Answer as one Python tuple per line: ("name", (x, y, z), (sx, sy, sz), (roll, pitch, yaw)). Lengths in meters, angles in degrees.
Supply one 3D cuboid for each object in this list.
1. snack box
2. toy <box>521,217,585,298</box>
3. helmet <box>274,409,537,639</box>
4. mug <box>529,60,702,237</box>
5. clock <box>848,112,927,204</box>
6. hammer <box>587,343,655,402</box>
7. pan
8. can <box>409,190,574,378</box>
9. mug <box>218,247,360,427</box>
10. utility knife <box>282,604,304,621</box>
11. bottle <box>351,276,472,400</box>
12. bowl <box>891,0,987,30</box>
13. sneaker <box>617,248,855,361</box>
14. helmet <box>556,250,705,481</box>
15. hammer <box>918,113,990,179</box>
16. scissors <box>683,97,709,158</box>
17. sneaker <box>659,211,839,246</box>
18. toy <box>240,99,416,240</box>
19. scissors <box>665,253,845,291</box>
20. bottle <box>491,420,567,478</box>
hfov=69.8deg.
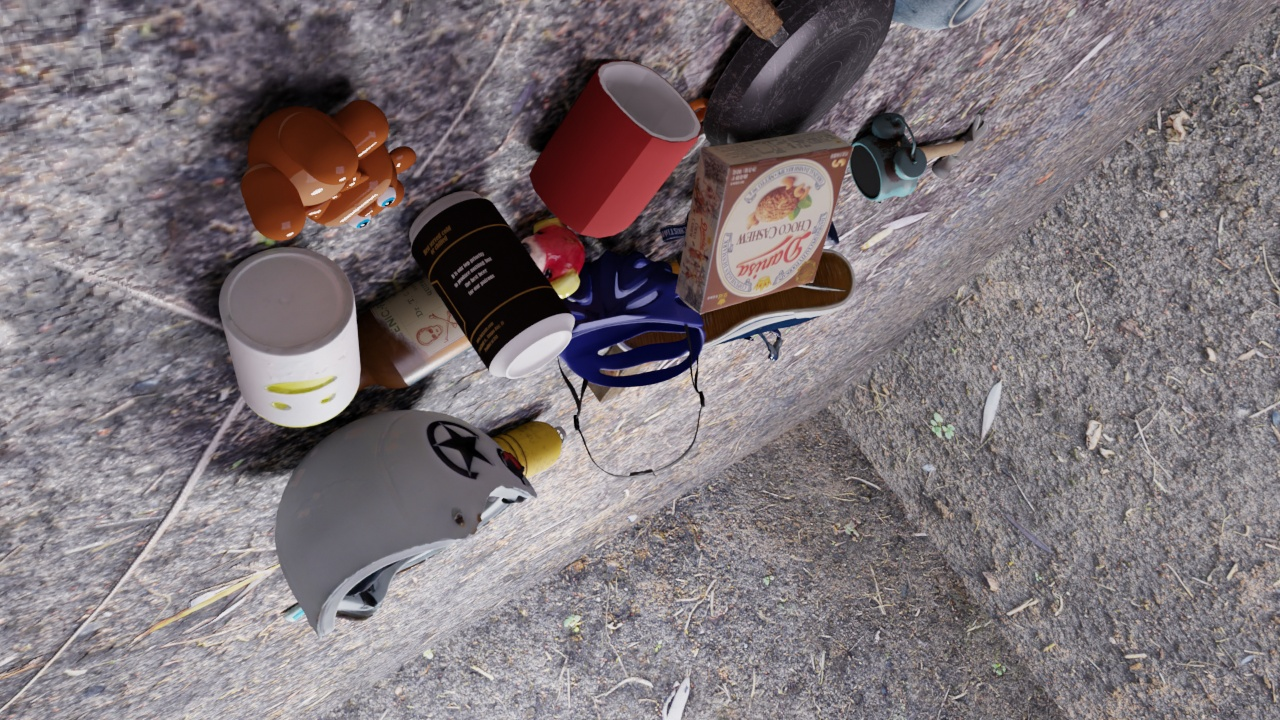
("snack box", (0.109, -0.125, 0.823), (0.142, 0.041, 0.147), (-16, 133, -31))
("toy", (-0.089, -0.071, 0.802), (0.105, 0.067, 0.138), (-33, 175, -38))
("helmet", (-0.241, 0.136, 0.905), (0.237, 0.163, 0.263), (-36, 173, 17))
("mug", (-0.010, -0.155, 0.672), (0.116, 0.080, 0.097), (-29, 166, -51))
("clock", (0.292, -0.238, 1.082), (0.053, 0.090, 0.124), (-23, 164, -10))
("hammer", (0.072, -0.044, 1.300), (0.299, 0.037, 0.158), (-25, 162, -37))
("pan", (0.112, -0.248, 0.719), (0.208, 0.040, 0.356), (-44, 166, 19))
("can", (-0.108, -0.054, 0.664), (0.072, 0.128, 0.072), (-33, 166, -10))
("mug", (-0.231, -0.013, 0.611), (0.082, 0.082, 0.106), (-28, 163, -27))
("utility knife", (-0.452, 0.332, 1.351), (0.158, 0.015, 0.022), (-34, 140, -12))
("bottle", (-0.186, -0.018, 0.726), (0.156, 0.068, 0.068), (-33, 166, -11))
("bowl", (0.274, -0.331, 0.808), (0.110, 0.055, 0.110), (-34, 166, -9))
("sneaker", (0.104, -0.055, 1.105), (0.294, 0.120, 0.127), (-13, 170, -11))
("helmet", (-0.005, 0.005, 0.905), (0.148, 0.227, 0.241), (-11, 170, 10))
("hammer", (0.388, -0.289, 1.283), (0.330, 0.030, 0.120), (-18, 157, -43))
("scissors", (0.010, -0.174, 0.792), (0.133, 0.012, 0.084), (-36, 164, -1))
("sneaker", (0.125, -0.152, 1.004), (0.133, 0.103, 0.268), (-26, 171, 26))
("toy", (-0.169, -0.100, 0.518), (0.095, 0.065, 0.127), (-35, 171, 10))
("scissors", (0.120, -0.092, 0.994), (0.225, 0.016, 0.166), (6, 178, -5))
("bottle", (-0.168, 0.127, 1.233), (0.163, 0.071, 0.071), (-23, 161, -42))
